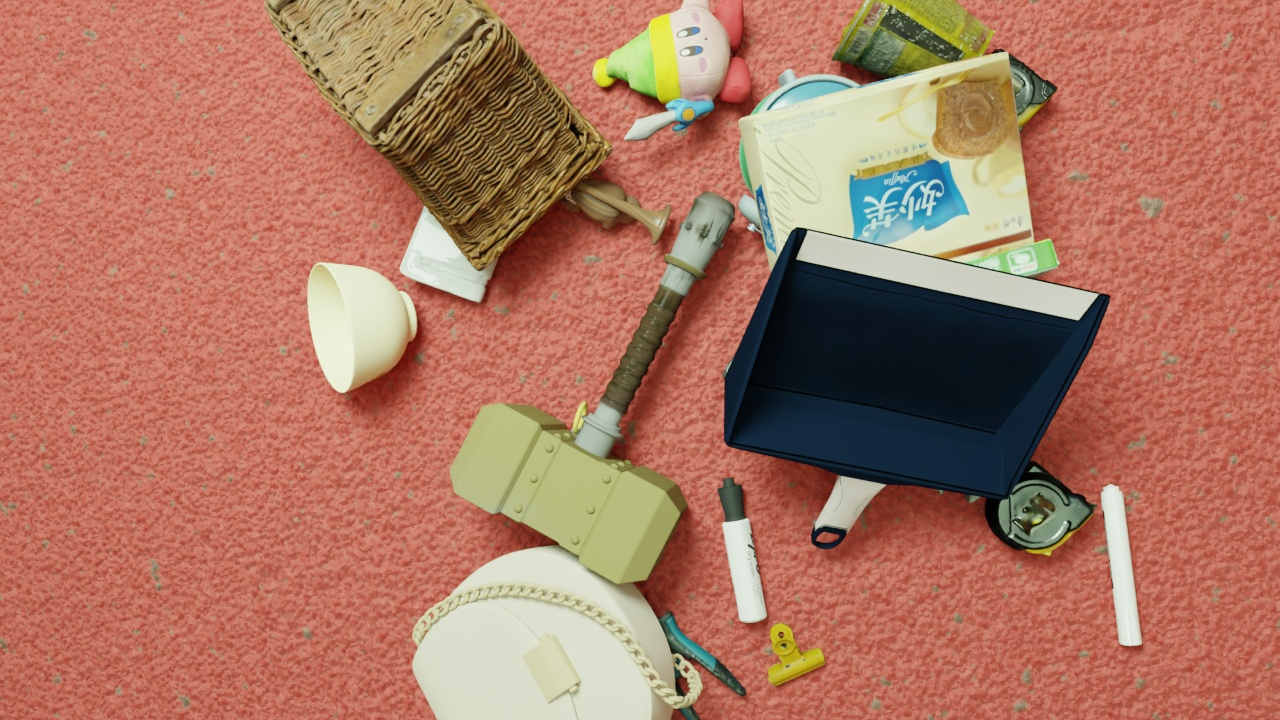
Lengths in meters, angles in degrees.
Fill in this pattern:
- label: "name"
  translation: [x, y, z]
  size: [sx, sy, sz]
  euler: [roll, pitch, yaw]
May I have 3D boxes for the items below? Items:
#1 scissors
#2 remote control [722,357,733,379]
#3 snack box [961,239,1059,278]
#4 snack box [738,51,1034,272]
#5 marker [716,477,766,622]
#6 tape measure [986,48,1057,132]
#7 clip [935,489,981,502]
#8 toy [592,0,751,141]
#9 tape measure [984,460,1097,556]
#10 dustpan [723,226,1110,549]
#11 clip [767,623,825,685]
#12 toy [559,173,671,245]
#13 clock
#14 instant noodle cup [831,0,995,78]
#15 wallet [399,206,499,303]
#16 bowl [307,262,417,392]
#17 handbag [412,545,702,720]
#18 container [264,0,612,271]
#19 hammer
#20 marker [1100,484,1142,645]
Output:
- label: "scissors"
  translation: [0.031, 0.267, 0.821]
  size: [0.122, 0.019, 0.149]
  euler: [-6, 85, 9]
- label: "remote control"
  translation: [0.134, 0.041, 0.817]
  size: [0.136, 0.013, 0.033]
  euler: [37, 94, 7]
- label: "snack box"
  translation: [0.233, -0.055, 0.746]
  size: [0.168, 0.132, 0.027]
  euler: [-15, 85, 7]
- label: "snack box"
  translation: [0.198, -0.144, 0.734]
  size: [0.207, 0.055, 0.153]
  euler: [-15, 104, -2]
- label: "marker"
  translation: [0.089, 0.167, 0.813]
  size: [0.025, 0.025, 0.126]
  euler: [-11, 86, 8]
- label: "tape measure"
  translation: [0.309, -0.227, 0.788]
  size: [0.067, 0.038, 0.062]
  euler: [43, 94, 7]
- label: "clip"
  translation: [0.273, 0.035, 0.789]
  size: [0.108, 0.028, 0.163]
  euler: [18, 90, 8]
- label: "toy"
  translation: [0.028, -0.259, 0.823]
  size: [0.131, 0.097, 0.124]
  euler: [-7, 93, -10]
- label: "tape measure"
  translation: [0.329, 0.126, 0.770]
  size: [0.071, 0.042, 0.072]
  euler: [39, 96, 5]
- label: "dustpan"
  translation: [0.186, 0.047, 0.709]
  size: [0.236, 0.274, 0.080]
  euler: [11, 49, -5]
- label: "clip"
  translation: [0.130, 0.255, 0.809]
  size: [0.053, 0.035, 0.046]
  euler: [-26, 103, 8]
- label: "toy"
  translation: [-0.028, -0.142, 0.831]
  size: [0.102, 0.055, 0.041]
  euler: [24, 87, -14]
- label: "clock"
  translation: [0.145, -0.161, 0.794]
  size: [0.122, 0.075, 0.162]
  euler: [10, 100, -2]
- label: "instant noodle cup"
  translation: [0.234, -0.277, 0.779]
  size: [0.108, 0.102, 0.102]
  euler: [31, 92, 0]
- label: "wallet"
  translation: [-0.168, -0.118, 0.863]
  size: [0.086, 0.032, 0.116]
  euler: [24, 87, 0]
- label: "bowl"
  translation: [-0.249, -0.035, 0.843]
  size: [0.073, 0.118, 0.118]
  euler: [-13, 84, -35]
- label: "handbag"
  translation: [-0.078, 0.272, 0.795]
  size: [0.209, 0.103, 0.210]
  euler: [-38, 73, 13]
- label: "container"
  translation: [-0.179, -0.237, 0.761]
  size: [0.162, 0.183, 0.250]
  euler: [-43, 65, 2]
- label: "hammer"
  translation: [-0.005, 0.005, 0.797]
  size: [0.190, 0.100, 0.325]
  euler: [27, 91, 9]
- label: "marker"
  translation: [0.402, 0.171, 0.767]
  size: [0.017, 0.020, 0.133]
  euler: [-6, 87, 4]
